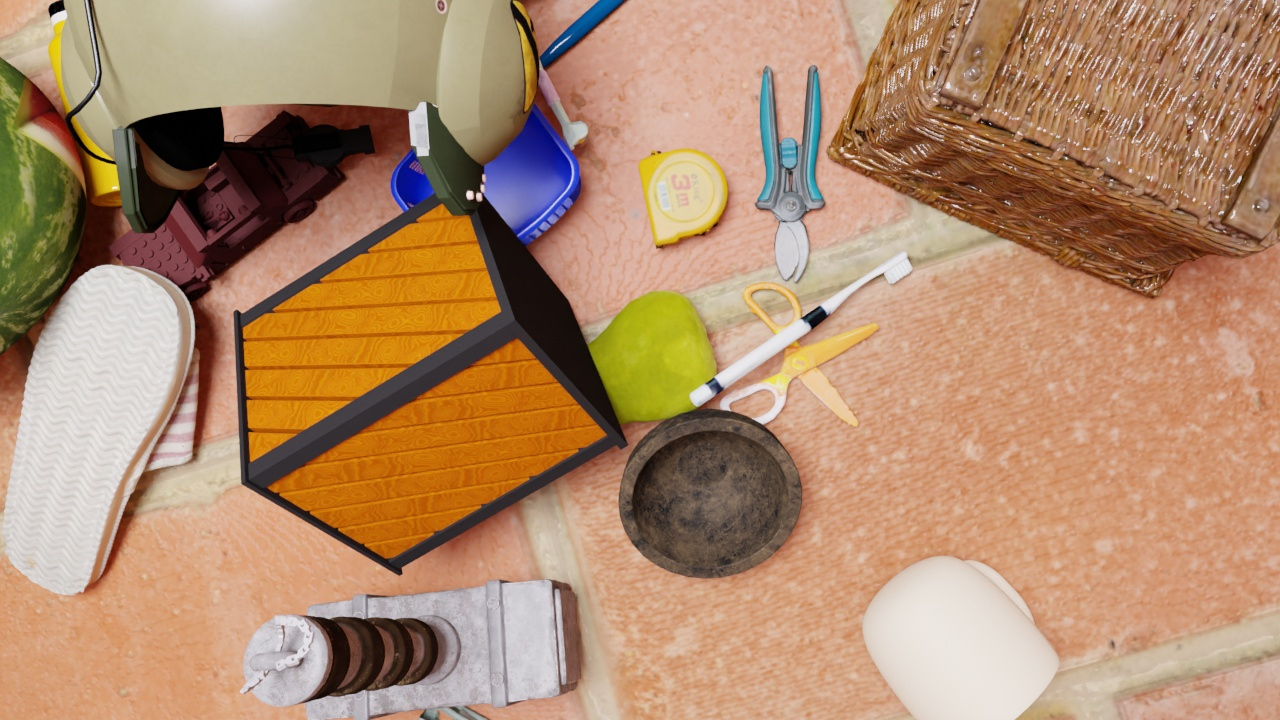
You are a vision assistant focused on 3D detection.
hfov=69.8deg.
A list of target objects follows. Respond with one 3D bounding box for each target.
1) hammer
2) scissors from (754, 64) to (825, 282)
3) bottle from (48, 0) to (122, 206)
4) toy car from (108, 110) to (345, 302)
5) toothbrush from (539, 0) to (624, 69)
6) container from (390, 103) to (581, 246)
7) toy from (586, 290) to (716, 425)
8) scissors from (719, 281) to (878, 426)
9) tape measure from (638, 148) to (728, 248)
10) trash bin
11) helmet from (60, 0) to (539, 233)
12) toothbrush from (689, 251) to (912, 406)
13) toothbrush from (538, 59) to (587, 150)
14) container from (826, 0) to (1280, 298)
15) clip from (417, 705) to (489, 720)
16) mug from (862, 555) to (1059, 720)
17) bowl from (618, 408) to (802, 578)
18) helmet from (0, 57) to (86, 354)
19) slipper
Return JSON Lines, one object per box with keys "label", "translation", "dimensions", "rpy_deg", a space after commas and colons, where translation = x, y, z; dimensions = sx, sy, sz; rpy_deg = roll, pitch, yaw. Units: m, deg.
{"label": "hammer", "translation": [-0.146, 0.166, 0.520], "dimensions": [0.177, 0.326, 0.079], "rpy_deg": [-7, 73, 4]}
{"label": "scissors", "translation": [0.100, -0.135, 0.644], "dimensions": [0.146, 0.019, 0.133], "rpy_deg": [42, 96, 1]}
{"label": "bottle", "translation": [-0.395, -0.187, 0.667], "dimensions": [0.043, 0.043, 0.143], "rpy_deg": [-15, 90, 4]}
{"label": "toy car", "translation": [-0.301, -0.105, 0.652], "dimensions": [0.170, 0.062, 0.070], "rpy_deg": [-36, 89, 4]}
{"label": "toothbrush", "translation": [-0.068, -0.216, 0.656], "dimensions": [0.168, 0.014, 0.014], "rpy_deg": [-40, 79, 4]}
{"label": "container", "translation": [-0.103, -0.122, 0.639], "dimensions": [0.114, 0.058, 0.096], "rpy_deg": [-37, 89, 4]}
{"label": "toy", "translation": [-0.004, 0.004, 0.639], "dimensions": [0.110, 0.051, 0.090], "rpy_deg": [-21, 88, 5]}
{"label": "scissors", "translation": [0.107, 0.003, 0.650], "dimensions": [0.131, 0.011, 0.125], "rpy_deg": [-42, 87, 6]}
{"label": "tape measure", "translation": [0.032, -0.118, 0.643], "dimensions": [0.059, 0.030, 0.068], "rpy_deg": [-13, 93, 5]}
{"label": "trash bin", "translation": [-0.131, 0.011, 0.572], "dimensions": [0.172, 0.140, 0.139], "rpy_deg": [-30, 49, 7]}
{"label": "helmet", "translation": [-0.181, -0.191, 0.511], "dimensions": [0.250, 0.255, 0.233], "rpy_deg": [-3, 95, 2]}
{"label": "toothbrush", "translation": [0.112, -0.021, 0.625], "dimensions": [0.186, 0.012, 0.017], "rpy_deg": [-33, 91, -11]}
{"label": "toothbrush", "translation": [-0.076, -0.214, 0.641], "dimensions": [0.022, 0.015, 0.154], "rpy_deg": [-38, 73, 36]}
{"label": "container", "translation": [0.266, -0.157, 0.546], "dimensions": [0.250, 0.183, 0.162], "rpy_deg": [24, 95, 3]}
{"label": "clip", "translation": [-0.125, 0.272, 0.670], "dimensions": [0.076, 0.023, 0.044], "rpy_deg": [27, 95, 5]}
{"label": "mug", "translation": [0.210, 0.178, 0.611], "dimensions": [0.120, 0.096, 0.099], "rpy_deg": [-31, 75, -33]}
{"label": "bowl", "translation": [0.045, 0.083, 0.630], "dimensions": [0.121, 0.056, 0.121], "rpy_deg": [0, 112, -1]}
{"label": "helmet", "translation": [-0.489, -0.101, 0.588], "dimensions": [0.243, 0.213, 0.247], "rpy_deg": [-38, 77, -13]}
{"label": "slipper", "translation": [-0.387, 0.053, 0.668], "dimensions": [0.115, 0.052, 0.263], "rpy_deg": [29, 105, 4]}
